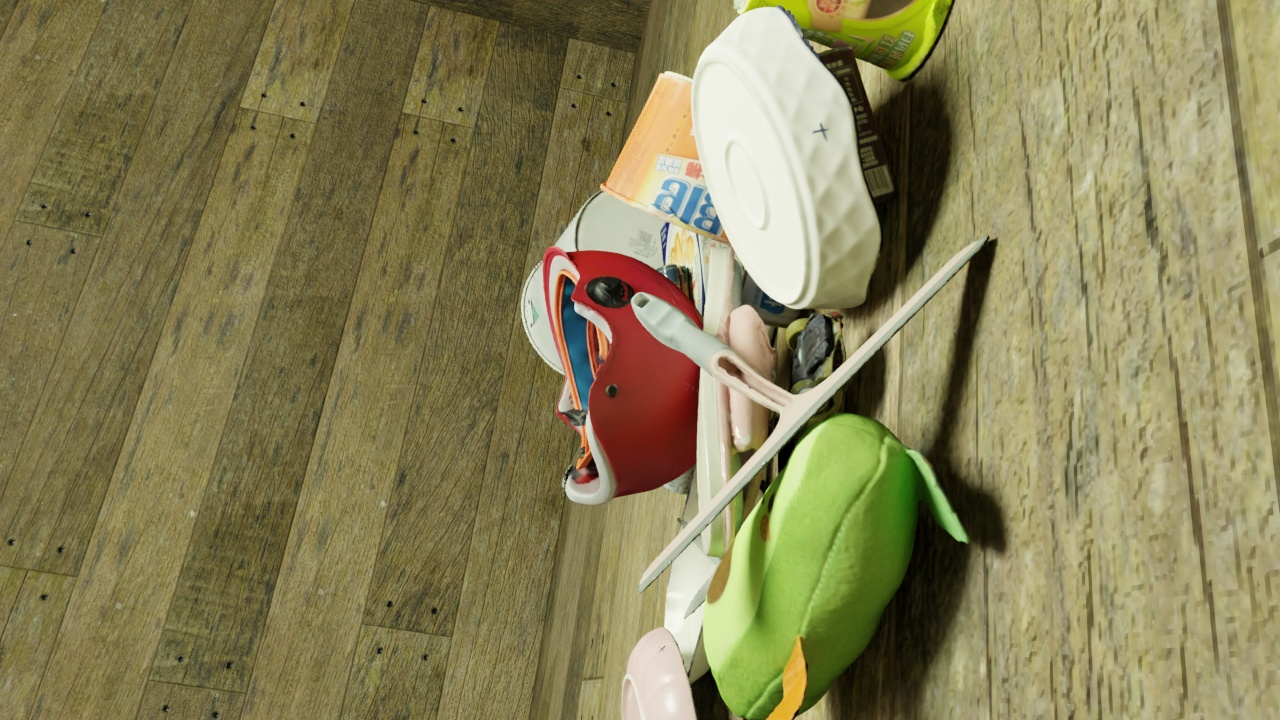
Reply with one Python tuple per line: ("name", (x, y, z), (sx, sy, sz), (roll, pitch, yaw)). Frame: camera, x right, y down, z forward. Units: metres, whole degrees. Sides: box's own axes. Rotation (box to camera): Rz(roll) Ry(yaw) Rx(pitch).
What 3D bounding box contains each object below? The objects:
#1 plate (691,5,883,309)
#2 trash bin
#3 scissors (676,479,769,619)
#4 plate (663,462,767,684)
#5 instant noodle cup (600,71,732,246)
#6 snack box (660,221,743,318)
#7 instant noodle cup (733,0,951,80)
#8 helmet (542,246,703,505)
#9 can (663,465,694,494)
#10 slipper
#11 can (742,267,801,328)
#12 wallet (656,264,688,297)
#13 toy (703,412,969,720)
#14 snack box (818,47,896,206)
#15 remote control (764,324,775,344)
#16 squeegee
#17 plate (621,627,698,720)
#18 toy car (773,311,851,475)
("plate", (0.087, -0.124, 0.608), (0.205, 0.045, 0.205), (157, 91, -82))
("trash bin", (-0.032, -0.108, 1.277), (0.252, 0.229, 0.229), (135, 146, -67))
("scissors", (0.068, 0.164, 0.704), (0.179, 0.014, 0.159), (115, 148, -43))
("plate", (0.066, 0.166, 0.819), (0.162, 0.034, 0.266), (-113, 35, -76))
("instant noodle cup", (0.054, -0.172, 0.784), (0.151, 0.151, 0.111), (-106, 37, -74))
("snack box", (0.065, -0.082, 0.973), (0.178, 0.045, 0.182), (134, 131, -76))
("instant noodle cup", (0.130, -0.254, 0.602), (0.112, 0.123, 0.111), (-171, 91, -82))
("helmet", (-0.005, 0.005, 0.817), (0.207, 0.143, 0.239), (105, 156, -56))
("can", (0.058, 0.069, 0.925), (0.058, 0.058, 0.147), (-88, 12, -48))
("slipper", (0.069, 0.020, 0.651), (0.273, 0.054, 0.114), (-85, -4, -47))
("can", (0.117, -0.096, 0.741), (0.053, 0.053, 0.135), (-109, 31, -75))
("wallet", (0.033, -0.037, 0.950), (0.090, 0.033, 0.115), (138, 127, -80))
("toy", (0.087, 0.123, 0.500), (0.226, 0.090, 0.247), (-67, -5, -53))
("snack box", (0.118, -0.156, 0.641), (0.113, 0.053, 0.125), (175, 78, -82))
("remote control", (0.110, -0.043, 0.830), (0.049, 0.024, 0.125), (-110, 30, -75))
("squeegee", (0.051, 0.000, 0.562), (0.247, 0.040, 0.249), (-45, 29, -3))
("plate", (0.013, 0.330, 0.789), (0.192, 0.039, 0.192), (176, 91, -78))
("toy car", (0.113, 0.037, 0.615), (0.070, 0.042, 0.158), (-83, -3, -45))
